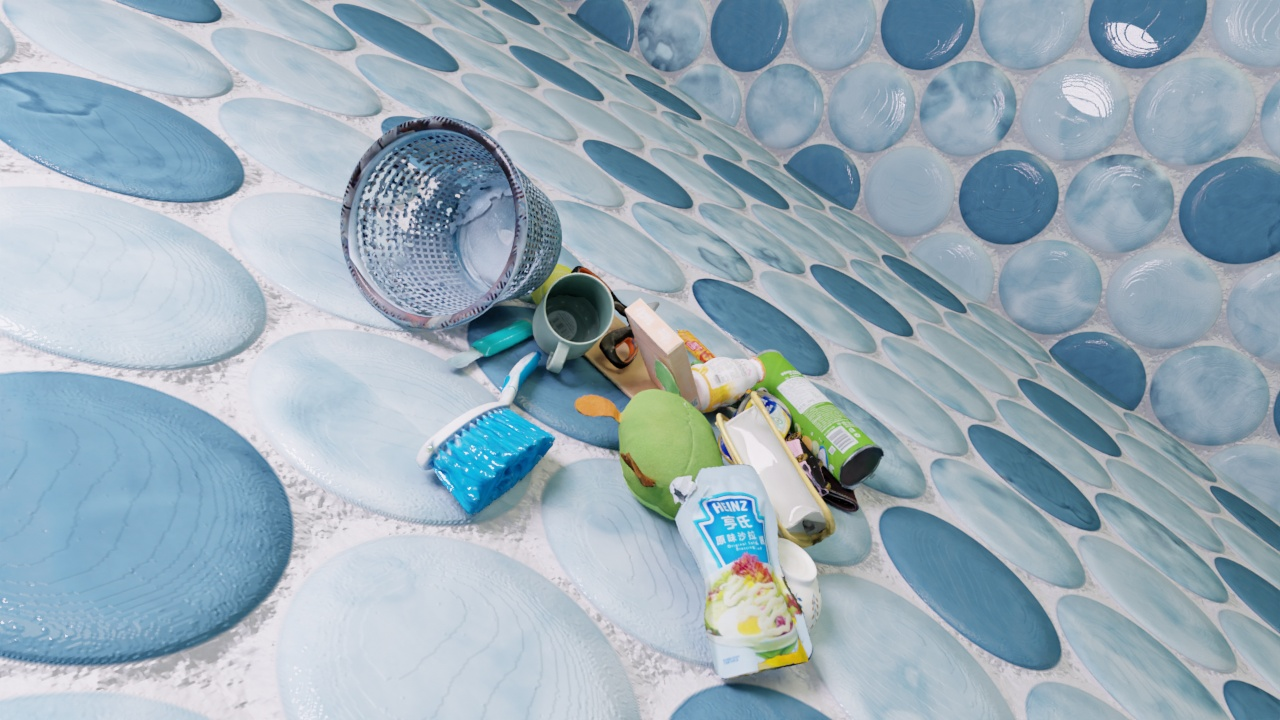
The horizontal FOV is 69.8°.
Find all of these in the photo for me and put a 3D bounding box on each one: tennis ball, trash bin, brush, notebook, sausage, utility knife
[{"bbox_3d":[-0.111,-0.094,1.196,0.065,0.066,0.065,26,25,-13],"label":"tennis ball"},{"bbox_3d":[-0.193,-0.147,1.060,0.226,0.227,0.194,38,13,14],"label":"trash bin"},{"bbox_3d":[-0.129,0.055,0.917,0.109,0.061,0.313,32,21,10],"label":"brush"},{"bbox_3d":[-0.007,0.007,1.197,0.207,0.008,0.147,42,26,21],"label":"notebook"},{"bbox_3d":[0.109,0.012,1.290,0.165,0.021,0.021,44,27,12],"label":"sausage"},{"bbox_3d":[-0.168,-0.020,1.054,0.029,0.013,0.209,37,22,7],"label":"utility knife"}]

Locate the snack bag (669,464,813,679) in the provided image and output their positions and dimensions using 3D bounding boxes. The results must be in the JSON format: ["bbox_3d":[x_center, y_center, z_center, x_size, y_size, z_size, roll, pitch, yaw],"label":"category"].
[{"bbox_3d":[0.090,0.186,0.837,0.110,0.039,0.190,-3,66,-24],"label":"snack bag"}]

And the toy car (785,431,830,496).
[{"bbox_3d":[0.199,0.128,1.117,0.056,0.037,0.122,50,12,-10],"label":"toy car"}]

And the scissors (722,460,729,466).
[{"bbox_3d":[0.147,0.162,1.077,0.133,0.017,0.128,11,34,-30],"label":"scissors"}]

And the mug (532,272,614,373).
[{"bbox_3d":[-0.086,-0.036,1.077,0.082,0.111,0.106,21,-16,-11],"label":"mug"}]

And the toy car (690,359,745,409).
[{"bbox_3d":[0.102,0.030,1.238,0.091,0.036,0.043,41,11,27],"label":"toy car"}]

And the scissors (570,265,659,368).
[{"bbox_3d":[-0.017,-0.061,1.222,0.222,0.022,0.220,48,28,-20],"label":"scissors"}]

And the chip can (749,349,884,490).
[{"bbox_3d":[0.227,0.074,1.235,0.072,0.072,0.236,12,25,-37],"label":"chip can"}]

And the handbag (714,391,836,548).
[{"bbox_3d":[0.151,0.132,1.016,0.163,0.063,0.179,62,5,24],"label":"handbag"}]

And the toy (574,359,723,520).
[{"bbox_3d":[0.030,0.100,0.968,0.227,0.090,0.246,35,19,-14],"label":"toy"}]

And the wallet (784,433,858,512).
[{"bbox_3d":[0.235,0.145,1.207,0.096,0.020,0.122,26,23,-10],"label":"wallet"}]

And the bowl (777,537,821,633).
[{"bbox_3d":[0.133,0.215,0.902,0.113,0.062,0.113,24,26,-13],"label":"bowl"}]

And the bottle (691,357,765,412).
[{"bbox_3d":[0.109,0.026,1.177,0.108,0.063,0.063,-18,50,-31],"label":"bottle"}]

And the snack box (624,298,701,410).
[{"bbox_3d":[0.029,0.000,1.094,0.084,0.026,0.157,47,-13,31],"label":"snack box"}]

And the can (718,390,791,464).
[{"bbox_3d":[0.148,0.089,1.172,0.074,0.049,0.147,34,25,6],"label":"can"}]
